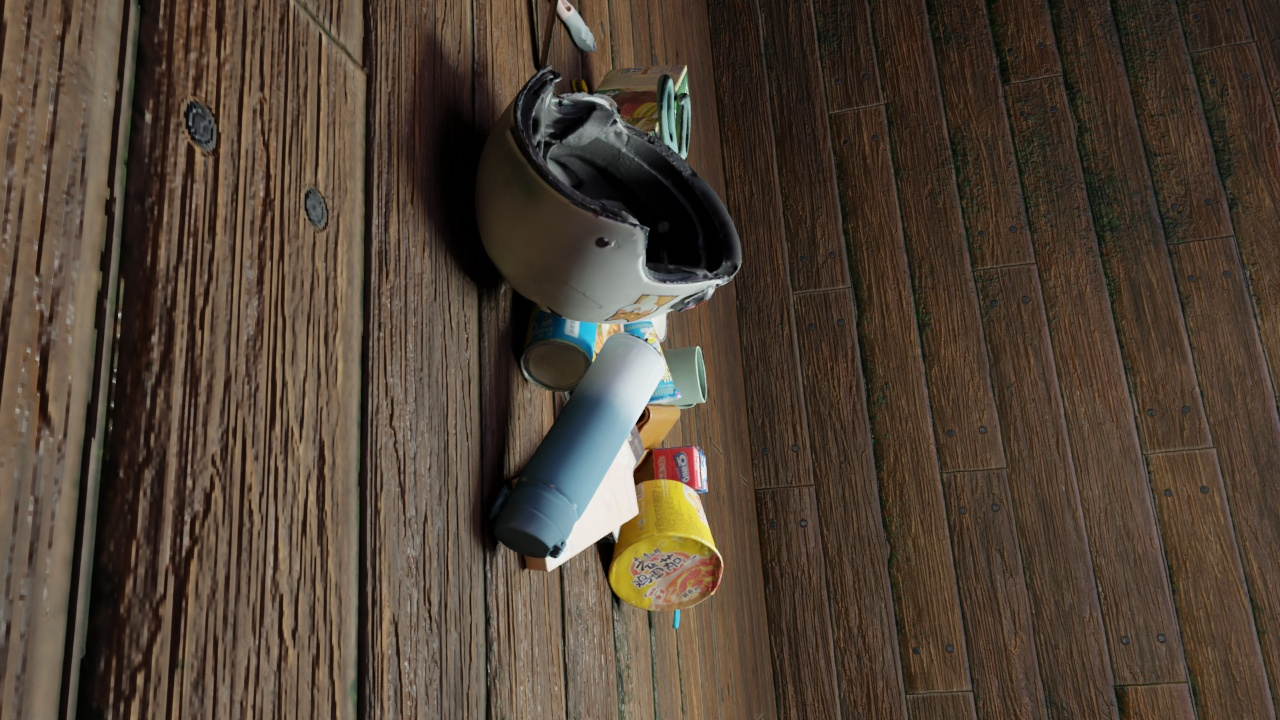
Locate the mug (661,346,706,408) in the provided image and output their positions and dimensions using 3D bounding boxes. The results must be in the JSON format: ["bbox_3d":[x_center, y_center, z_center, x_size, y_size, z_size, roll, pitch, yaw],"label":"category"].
[{"bbox_3d":[0.040,0.035,1.343,0.112,0.106,0.082,69,17,-49],"label":"mug"}]

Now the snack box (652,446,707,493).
[{"bbox_3d":[0.057,0.152,1.260,0.207,0.057,0.058,50,36,-78],"label":"snack box"}]

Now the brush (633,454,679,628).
[{"bbox_3d":[0.029,0.247,1.293,0.083,0.046,0.254,39,39,-79],"label":"brush"}]

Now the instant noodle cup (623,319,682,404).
[{"bbox_3d":[-0.007,0.007,1.184,0.099,0.099,0.110,21,54,-77],"label":"instant noodle cup"}]

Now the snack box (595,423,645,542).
[{"bbox_3d":[-0.042,0.114,0.992,0.113,0.053,0.125,71,23,-44],"label":"snack box"}]

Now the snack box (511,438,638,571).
[{"bbox_3d":[-0.058,0.131,0.869,0.157,0.026,0.084,-21,105,-57],"label":"snack box"}]

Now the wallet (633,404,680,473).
[{"bbox_3d":[0.000,0.102,1.166,0.108,0.031,0.131,-57,163,7],"label":"wallet"}]

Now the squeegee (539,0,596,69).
[{"bbox_3d":[-0.090,-0.446,1.166,0.249,0.040,0.247,24,75,-83],"label":"squeegee"}]

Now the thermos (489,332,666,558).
[{"bbox_3d":[-0.051,0.071,0.796,0.219,0.070,0.070,-58,146,-35],"label":"thermos"}]

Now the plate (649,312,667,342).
[{"bbox_3d":[0.004,-0.122,1.435,0.192,0.039,0.192,-6,89,-78],"label":"plate"}]

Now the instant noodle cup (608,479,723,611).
[{"bbox_3d":[0.027,0.222,1.126,0.109,0.138,0.138,-95,172,-54],"label":"instant noodle cup"}]

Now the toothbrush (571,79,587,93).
[{"bbox_3d":[-0.062,-0.324,1.284,0.190,0.017,0.015,63,28,-60],"label":"toothbrush"}]

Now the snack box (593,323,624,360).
[{"bbox_3d":[-0.045,0.008,1.081,0.075,0.026,0.153,17,63,-55],"label":"snack box"}]

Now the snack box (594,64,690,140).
[{"bbox_3d":[-0.010,-0.323,1.222,0.239,0.114,0.063,-72,158,-51],"label":"snack box"}]

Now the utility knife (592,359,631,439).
[{"bbox_3d":[-0.056,0.007,1.019,0.030,0.022,0.212,-56,131,-51],"label":"utility knife"}]

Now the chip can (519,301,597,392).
[{"bbox_3d":[-0.073,-0.067,0.935,0.209,0.071,0.071,-85,164,-44],"label":"chip can"}]

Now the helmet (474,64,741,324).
[{"bbox_3d":[-0.044,-0.121,0.830,0.273,0.157,0.230,3,52,-59],"label":"helmet"}]

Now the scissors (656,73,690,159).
[{"bbox_3d":[0.046,-0.291,1.175,0.180,0.019,0.170,-69,155,-55],"label":"scissors"}]
